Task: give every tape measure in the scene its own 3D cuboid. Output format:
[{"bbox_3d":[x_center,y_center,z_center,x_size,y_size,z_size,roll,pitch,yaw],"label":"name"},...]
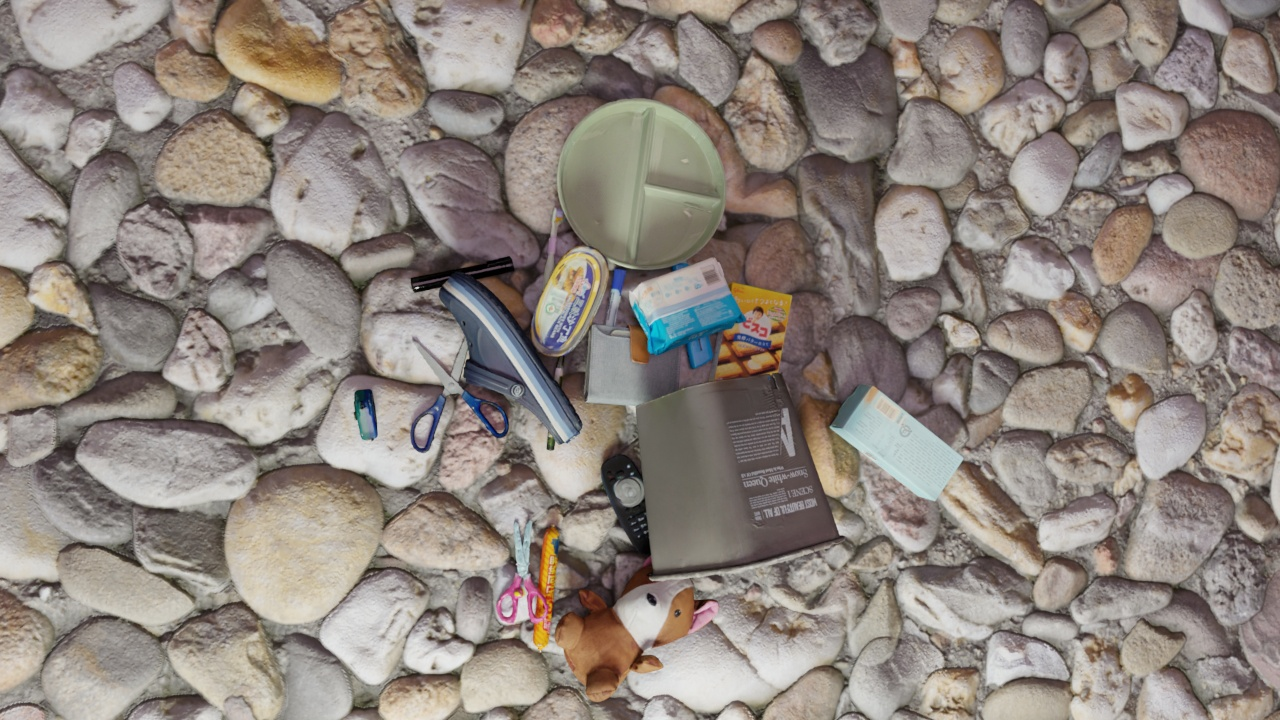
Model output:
[{"bbox_3d":[-0.340,0.063,1.131,0.025,0.054,0.058,-8,122,-14],"label":"tape measure"}]

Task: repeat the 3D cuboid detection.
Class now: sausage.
[{"bbox_3d":[-0.122,0.294,1.184,0.021,0.021,0.165,6,88,-11],"label":"sausage"}]

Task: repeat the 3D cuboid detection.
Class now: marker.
[{"bbox_3d":[-0.040,-0.049,1.211,0.017,0.017,0.145,12,87,-11],"label":"marker"},{"bbox_3d":[-0.227,-0.110,1.174,0.132,0.022,0.020,-13,55,-11],"label":"marker"}]

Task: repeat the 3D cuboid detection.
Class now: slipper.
[{"bbox_3d":[-0.171,0.006,1.143,0.095,0.105,0.253,-37,97,-5],"label":"slipper"}]

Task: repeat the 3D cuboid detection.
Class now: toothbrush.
[{"bbox_3d":[-0.118,-0.104,1.196,0.020,0.029,0.189,7,88,31],"label":"toothbrush"},{"bbox_3d":[-0.111,0.025,1.198,0.017,0.012,0.185,6,88,-5],"label":"toothbrush"}]

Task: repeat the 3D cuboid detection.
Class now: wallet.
[{"bbox_3d":[-0.007,0.007,1.194,0.129,0.037,0.106,6,86,-24],"label":"wallet"}]

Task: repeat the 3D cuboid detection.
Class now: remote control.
[{"bbox_3d":[-0.009,0.189,1.203,0.053,0.024,0.136,-25,83,-10],"label":"remote control"}]

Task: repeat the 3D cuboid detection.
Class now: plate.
[{"bbox_3d":[0.002,-0.231,1.211,0.230,0.027,0.230,2,83,-13],"label":"plate"}]

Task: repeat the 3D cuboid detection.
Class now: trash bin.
[{"bbox_3d":[0.108,0.141,1.122,0.198,0.199,0.219,-5,80,-36],"label":"trash bin"}]

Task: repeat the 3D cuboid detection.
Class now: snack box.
[{"bbox_3d":[0.352,0.113,1.265,0.175,0.052,0.074,38,83,-7],"label":"snack box"},{"bbox_3d":[0.148,-0.029,1.239,0.087,0.034,0.140,12,85,-11],"label":"snack box"}]

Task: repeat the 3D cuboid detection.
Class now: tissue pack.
[{"bbox_3d":[0.060,-0.069,1.183,0.140,0.063,0.090,-21,79,-16],"label":"tissue pack"}]

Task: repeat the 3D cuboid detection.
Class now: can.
[{"bbox_3d":[-0.089,-0.075,1.156,0.074,0.049,0.148,25,95,-5],"label":"can"}]

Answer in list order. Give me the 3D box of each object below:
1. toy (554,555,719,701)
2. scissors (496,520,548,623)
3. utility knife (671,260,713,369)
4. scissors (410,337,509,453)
[{"bbox_3d":[-0.008,0.328,1.162,0.199,0.131,0.140,-30,69,-17],"label":"toy"},{"bbox_3d":[-0.142,0.271,1.175,0.077,0.017,0.137,7,84,15],"label":"scissors"},{"bbox_3d":[0.064,-0.082,1.232,0.034,0.018,0.185,-12,90,-10],"label":"utility knife"},{"bbox_3d":[-0.240,0.046,1.173,0.176,0.012,0.162,40,81,-5],"label":"scissors"}]
